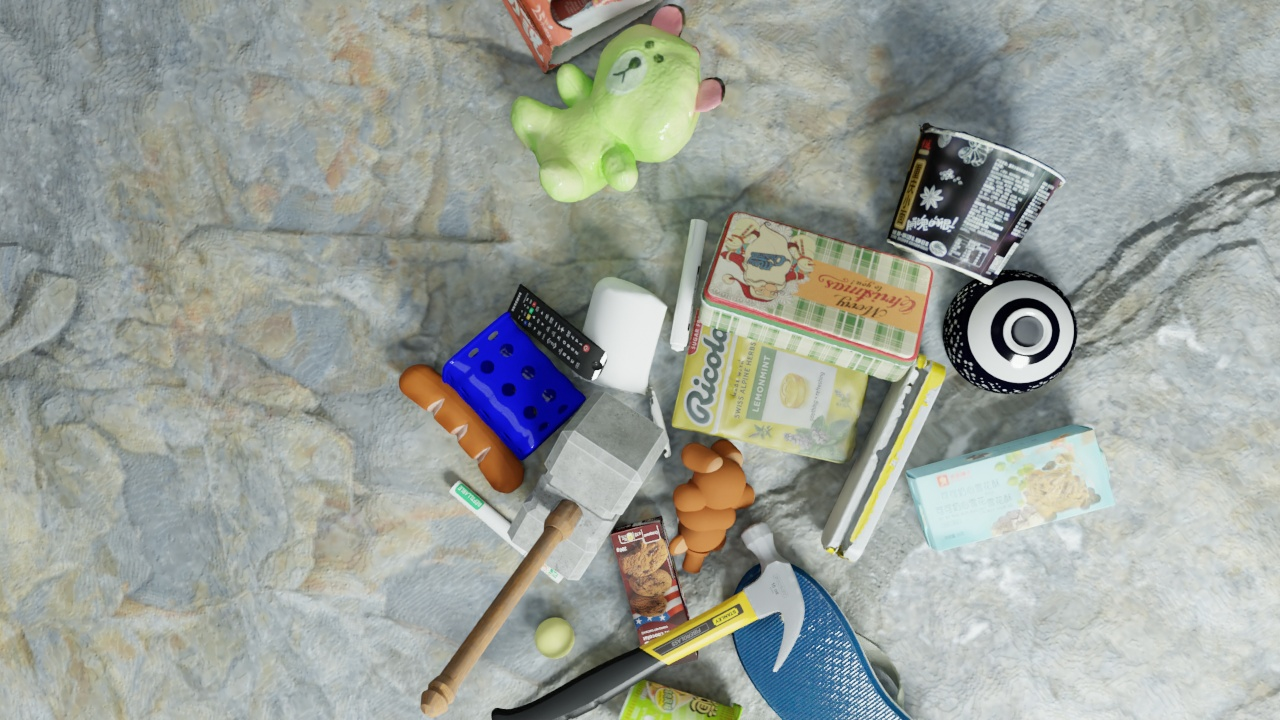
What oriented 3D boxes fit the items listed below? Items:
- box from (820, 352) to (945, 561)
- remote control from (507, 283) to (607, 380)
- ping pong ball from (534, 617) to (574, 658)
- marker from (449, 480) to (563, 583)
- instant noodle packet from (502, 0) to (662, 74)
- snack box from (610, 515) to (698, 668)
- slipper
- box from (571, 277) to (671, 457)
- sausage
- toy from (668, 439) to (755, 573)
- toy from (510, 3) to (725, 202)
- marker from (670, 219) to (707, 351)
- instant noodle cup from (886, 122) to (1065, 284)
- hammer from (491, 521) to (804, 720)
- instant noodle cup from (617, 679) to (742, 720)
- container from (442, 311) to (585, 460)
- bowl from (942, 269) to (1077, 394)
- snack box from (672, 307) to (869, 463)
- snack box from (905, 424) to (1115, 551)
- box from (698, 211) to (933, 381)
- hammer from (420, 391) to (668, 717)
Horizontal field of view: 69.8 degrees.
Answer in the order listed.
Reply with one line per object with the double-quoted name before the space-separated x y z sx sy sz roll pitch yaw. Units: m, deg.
"box" 0.228 0.090 0.878 0.037 0.064 0.210 24 94 -1
"remote control" -0.084 -0.030 0.888 0.147 0.015 0.033 38 108 38
"ping pong ball" -0.086 0.280 0.925 0.040 0.040 0.040 0 91 5
"marker" -0.135 0.175 0.938 0.145 0.017 0.017 40 94 3
"instant noodle packet" -0.039 -0.412 0.903 0.221 0.084 0.164 -29 88 -6
"snack box" 0.015 0.232 0.918 0.051 0.031 0.141 -15 90 5
"slipper" 0.195 0.325 0.890 0.118 0.060 0.295 -42 78 8
"box" -0.004 0.008 0.892 0.126 0.084 0.156 18 94 -2
"sausage" -0.178 0.067 0.927 0.164 0.039 0.044 46 61 3
"toy" 0.063 0.145 0.900 0.094 0.065 0.128 3 112 -35
"toy" -0.019 -0.234 0.881 0.197 0.107 0.150 -26 66 -3
"marker" 0.046 -0.074 0.900 0.017 0.020 0.133 3 79 37
"instant noodle cup" 0.295 -0.138 0.837 0.137 0.137 0.112 24 102 4
"hammer" 0.007 0.283 0.870 0.323 0.029 0.127 -29 67 2
"instant noodle cup" 0.033 0.364 0.894 0.108 0.099 0.099 19 93 12
"container" -0.123 0.028 0.892 0.084 0.085 0.113 -43 89 -19
"bowl" 0.353 -0.027 0.862 0.120 0.066 0.120 0 91 5
"snack box" 0.130 0.026 0.895 0.181 0.045 0.121 13 93 5
"snack box" 0.349 0.121 0.874 0.175 0.053 0.075 -16 89 5
"box" 0.165 -0.063 0.866 0.205 0.051 0.117 19 65 5
"hammer" -0.093 0.173 0.768 0.083 0.316 0.163 33 125 4
